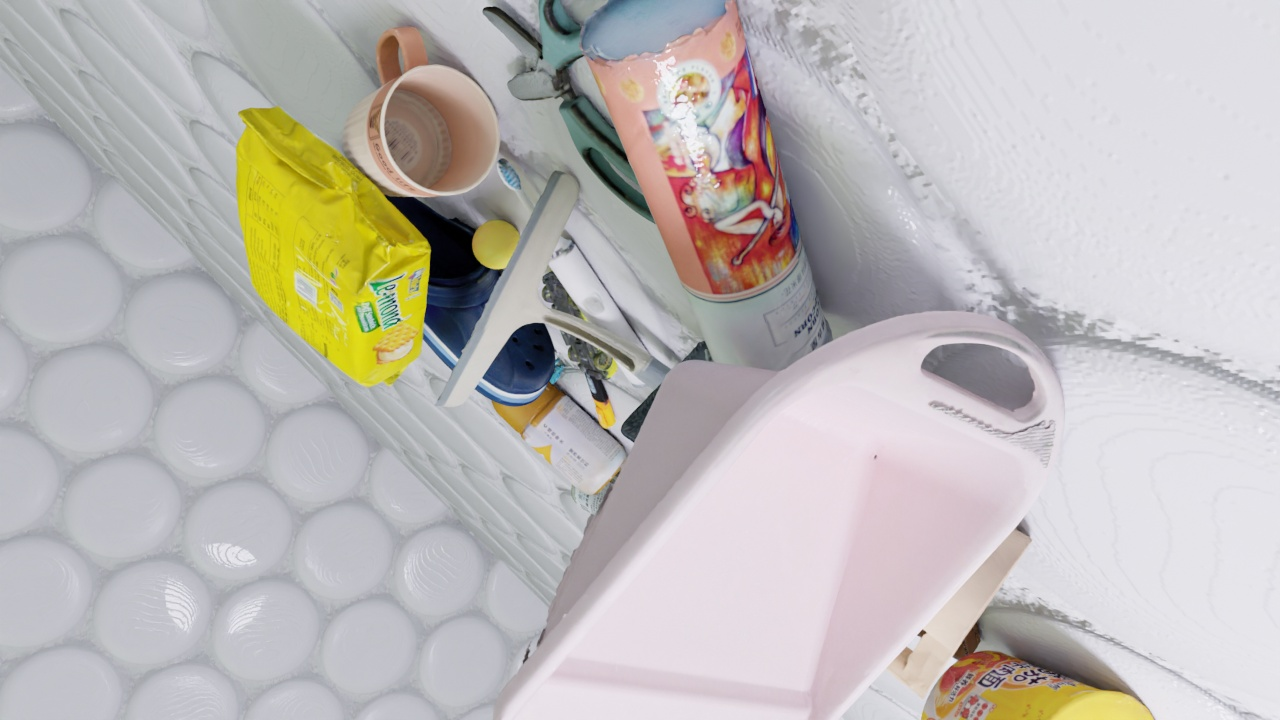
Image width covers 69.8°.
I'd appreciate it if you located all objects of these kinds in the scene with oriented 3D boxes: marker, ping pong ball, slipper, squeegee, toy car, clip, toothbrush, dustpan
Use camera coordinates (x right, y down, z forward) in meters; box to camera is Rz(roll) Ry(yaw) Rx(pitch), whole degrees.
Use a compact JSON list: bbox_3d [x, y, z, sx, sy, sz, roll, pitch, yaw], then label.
[{"bbox_3d":[-0.043,0.030,0.904,0.018,0.015,0.124,27,153,27],"label":"marker"},{"bbox_3d":[-0.118,-0.095,0.754,0.040,0.040,0.040,37,159,16],"label":"ping pong ball"},{"bbox_3d":[-0.164,-0.073,0.817,0.253,0.104,0.095,44,140,-8],"label":"slipper"},{"bbox_3d":[-0.004,0.004,0.710,0.246,0.039,0.247,29,127,-6],"label":"squeegee"},{"bbox_3d":[-0.047,-0.032,0.765,0.048,0.032,0.105,16,135,52],"label":"toy car"},{"bbox_3d":[-0.092,0.009,0.954,0.049,0.015,0.057,47,159,-6],"label":"clip"},{"bbox_3d":[-0.048,-0.064,0.709,0.221,0.026,0.026,56,175,-31],"label":"toothbrush"},{"bbox_3d":[0.084,0.104,0.447,0.222,0.273,0.139,18,179,-35],"label":"dustpan"}]

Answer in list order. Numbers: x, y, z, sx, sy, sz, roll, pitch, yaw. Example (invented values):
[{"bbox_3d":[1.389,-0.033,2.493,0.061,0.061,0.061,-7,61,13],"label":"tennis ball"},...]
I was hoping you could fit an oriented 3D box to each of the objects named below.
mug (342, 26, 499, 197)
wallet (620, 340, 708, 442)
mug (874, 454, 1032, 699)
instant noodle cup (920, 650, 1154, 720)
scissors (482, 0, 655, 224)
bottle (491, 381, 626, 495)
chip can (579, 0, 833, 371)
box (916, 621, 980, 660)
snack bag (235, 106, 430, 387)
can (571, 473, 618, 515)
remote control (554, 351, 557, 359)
[{"bbox_3d":[-0.161,-0.171,0.642,0.106,0.081,0.114,12,117,57],"label":"mug"},{"bbox_3d":[0.060,0.046,0.626,0.121,0.097,0.019,33,154,24],"label":"wallet"},{"bbox_3d":[0.166,0.133,0.581,0.103,0.125,0.084,35,-159,25],"label":"mug"},{"bbox_3d":[0.276,0.278,0.653,0.138,0.138,0.110,50,167,-20],"label":"instant noodle cup"},{"bbox_3d":[-0.016,-0.138,0.512,0.178,0.019,0.170,51,157,-25],"label":"scissors"},{"bbox_3d":[-0.101,0.065,1.006,0.189,0.067,0.068,42,160,2],"label":"bottle"},{"bbox_3d":[0.040,-0.076,0.455,0.071,0.071,0.215,25,153,40],"label":"chip can"},{"bbox_3d":[0.144,0.194,0.706,0.194,0.156,0.183,13,148,41],"label":"box"},{"bbox_3d":[-0.247,-0.075,0.729,0.158,0.068,0.247,40,151,4],"label":"snack bag"},{"bbox_3d":[-0.016,0.172,1.075,0.147,0.058,0.058,22,151,45],"label":"can"},{"bbox_3d":[-0.140,-0.030,0.956,0.135,0.019,0.056,17,148,50],"label":"remote control"}]
